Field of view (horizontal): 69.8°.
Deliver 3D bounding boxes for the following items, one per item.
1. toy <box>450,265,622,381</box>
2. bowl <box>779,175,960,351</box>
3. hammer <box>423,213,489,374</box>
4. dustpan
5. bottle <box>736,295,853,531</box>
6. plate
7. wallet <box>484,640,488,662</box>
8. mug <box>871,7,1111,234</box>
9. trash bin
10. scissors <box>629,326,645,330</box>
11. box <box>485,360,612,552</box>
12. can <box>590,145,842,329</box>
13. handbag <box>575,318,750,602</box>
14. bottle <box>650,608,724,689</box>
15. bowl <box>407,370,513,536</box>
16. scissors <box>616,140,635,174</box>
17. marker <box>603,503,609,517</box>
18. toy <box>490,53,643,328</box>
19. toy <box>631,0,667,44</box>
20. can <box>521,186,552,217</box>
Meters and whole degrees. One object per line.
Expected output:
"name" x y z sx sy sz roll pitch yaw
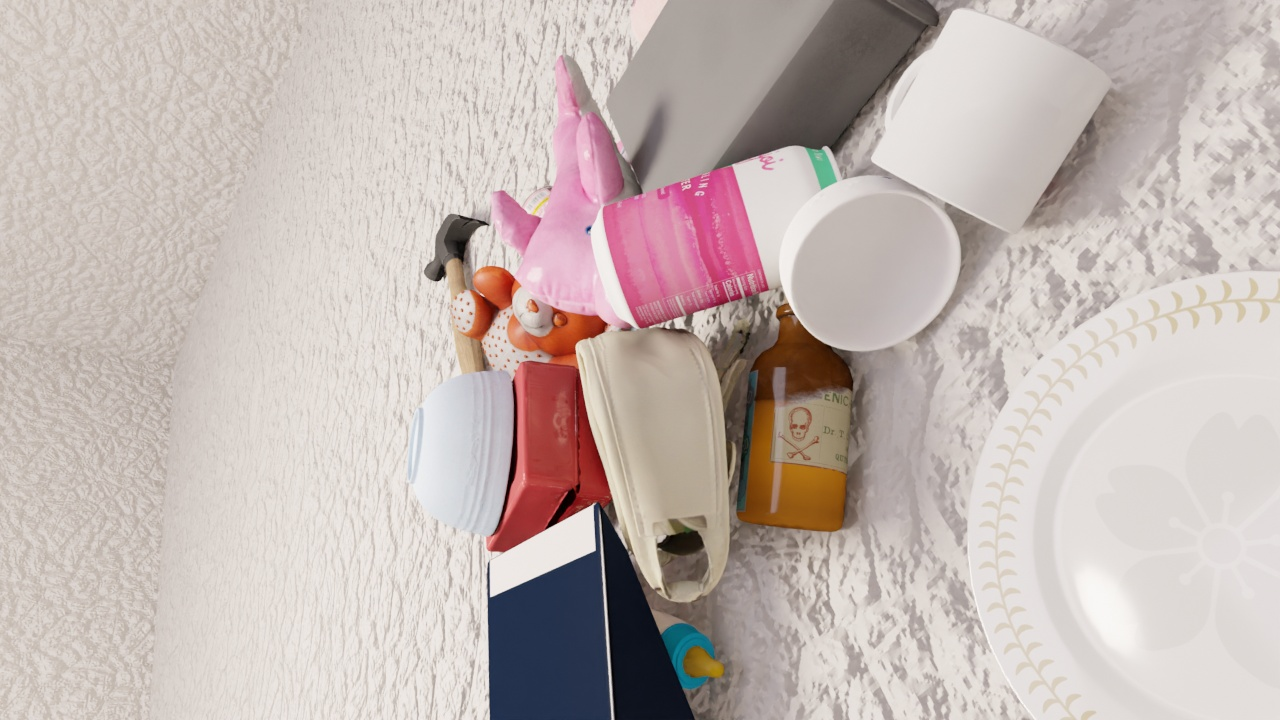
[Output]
"toy" -0.095 -0.035 0.874 0.163 0.092 0.173 54 129 11
"bowl" 0.134 -0.062 0.556 0.105 0.105 0.054 -60 20 22
"hammer" -0.214 -0.056 1.119 0.133 0.040 0.305 -53 41 36
"dustpan" -0.037 0.268 0.690 0.237 0.080 0.272 -37 52 54
"bottle" 0.103 0.029 0.597 0.068 0.067 0.156 -9 71 54
"plate" 0.254 0.080 0.404 0.243 0.016 0.242 -25 58 49
"wallet" -0.108 0.262 0.852 0.116 0.032 0.086 6 81 56
"mug" 0.184 -0.138 0.517 0.090 0.091 0.121 -63 37 19
"trash bin" 0.083 -0.224 0.693 0.220 0.097 0.191 -52 40 33
"scissors" -0.004 0.005 0.811 0.126 0.015 0.136 40 114 54
"box" -0.080 0.093 0.811 0.159 0.086 0.129 123 147 -51
"can" 0.055 -0.084 0.623 0.166 0.088 0.088 -16 57 9
"handbag" 0.030 0.059 0.638 0.229 0.132 0.184 104 157 -83
"bottle" 0.013 0.212 0.677 0.146 0.051 0.051 -3 76 55
"bowl" -0.164 0.078 0.809 0.151 0.074 0.150 -174 91 -72
"scissors" -0.002 -0.225 0.893 0.076 0.017 0.174 39 107 57
"marker" -0.037 0.132 0.806 0.019 0.019 0.145 -13 68 53
"toy" -0.058 -0.126 0.768 0.187 0.128 0.265 74 -176 -50
"toy" 0.038 -0.318 0.837 0.109 0.053 0.105 -44 60 37
"can" -0.078 -0.133 0.919 0.076 0.067 0.067 44 114 53
